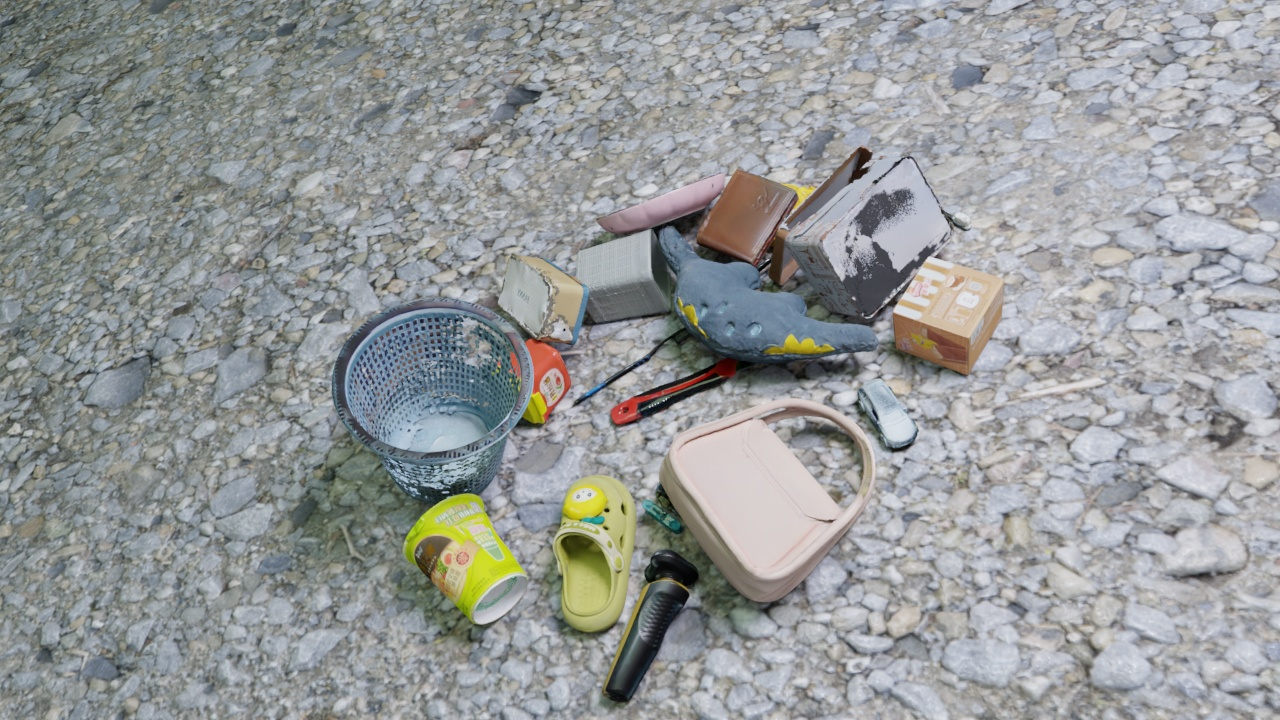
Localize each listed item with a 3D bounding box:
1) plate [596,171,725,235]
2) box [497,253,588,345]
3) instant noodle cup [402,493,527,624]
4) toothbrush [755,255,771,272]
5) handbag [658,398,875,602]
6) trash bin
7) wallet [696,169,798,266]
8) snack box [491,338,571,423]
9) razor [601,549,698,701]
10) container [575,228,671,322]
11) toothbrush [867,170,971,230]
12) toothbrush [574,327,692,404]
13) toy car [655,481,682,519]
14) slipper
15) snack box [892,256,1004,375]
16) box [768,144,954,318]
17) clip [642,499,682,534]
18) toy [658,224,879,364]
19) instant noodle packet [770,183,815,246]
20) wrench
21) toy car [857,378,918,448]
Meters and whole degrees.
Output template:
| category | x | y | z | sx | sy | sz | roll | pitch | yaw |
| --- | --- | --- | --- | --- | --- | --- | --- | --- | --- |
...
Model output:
| category | x | y | z | sx | sy | sz | roll | pitch | yaw |
| --- | --- | --- | --- | --- | --- | --- | --- | --- | --- |
| plate | 0.033 | -0.215 | 1.296 | 0.192 | 0.039 | 0.192 | -20 | 8 | 3 |
| box | -0.139 | -0.088 | 1.261 | 0.184 | 0.061 | 0.090 | 42 | 119 | 56 |
| instant noodle cup | -0.196 | 0.236 | 1.069 | 0.111 | 0.112 | 0.123 | -41 | 59 | -12 |
| toothbrush | 0.145 | -0.109 | 1.235 | 0.189 | 0.014 | 0.016 | -38 | 59 | 0 |
| handbag | 0.158 | 0.132 | 1.014 | 0.233 | 0.093 | 0.193 | -30 | 66 | -19 |
| trash bin | -0.245 | 0.069 | 1.125 | 0.226 | 0.195 | 0.226 | 3 | 56 | -5 |
| wallet | 0.145 | -0.194 | 1.250 | 0.101 | 0.032 | 0.124 | 26 | 78 | 31 |
| snack box | -0.142 | 0.024 | 1.211 | 0.082 | 0.091 | 0.080 | 27 | 61 | 33 |
| razor | 0.005 | 0.287 | 0.992 | 0.068 | 0.062 | 0.167 | -4 | 54 | 56 |
| container | -0.025 | -0.113 | 1.268 | 0.114 | 0.090 | 0.090 | -11 | 52 | 16 |
| toothbrush | 0.374 | -0.222 | 1.245 | 0.015 | 0.018 | 0.181 | -42 | 51 | -9 |
| toothbrush | -0.007 | 0.007 | 1.221 | 0.189 | 0.014 | 0.016 | -33 | 75 | -4 |
| toy car | 0.065 | 0.169 | 1.061 | 0.105 | 0.031 | 0.048 | 36 | 71 | 25 |
| slipper | -0.055 | 0.210 | 1.048 | 0.092 | 0.082 | 0.190 | -8 | 56 | 12 |
| snack box | 0.364 | -0.053 | 1.084 | 0.094 | 0.077 | 0.092 | 24 | 66 | 32 |
| box | 0.257 | -0.166 | 1.182 | 0.182 | 0.153 | 0.178 | -42 | 21 | -12 |
| clip | 0.026 | 0.183 | 1.073 | 0.056 | 0.040 | 0.014 | 31 | 72 | 30 |
| toy | 0.122 | -0.070 | 1.159 | 0.137 | 0.091 | 0.356 | -41 | 52 | -17 |
| instant noodle packet | 0.171 | -0.207 | 1.291 | 0.128 | 0.044 | 0.110 | 16 | 64 | 32 |
| wrench | 0.087 | 0.016 | 1.176 | 0.273 | 0.016 | 0.056 | -27 | 47 | 0 |
| toy car | 0.285 | 0.060 | 1.060 | 0.043 | 0.034 | 0.090 | -23 | 52 | -1 |
